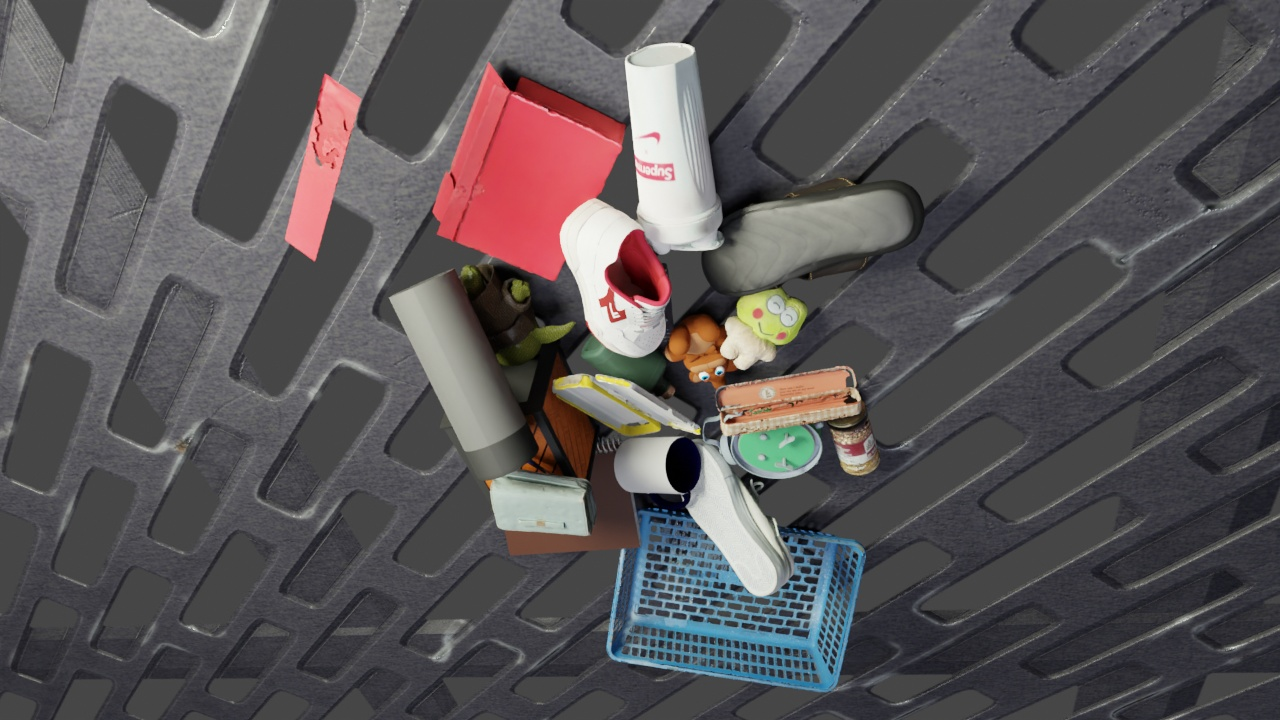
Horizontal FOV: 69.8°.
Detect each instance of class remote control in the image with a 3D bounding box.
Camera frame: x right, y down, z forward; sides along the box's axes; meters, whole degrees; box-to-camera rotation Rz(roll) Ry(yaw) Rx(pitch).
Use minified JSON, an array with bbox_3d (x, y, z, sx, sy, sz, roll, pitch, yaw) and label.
[{"bbox_3d":[0.025,-0.066,1.169,0.032,0.015,0.137,0,134,8],"label":"remote control"}]

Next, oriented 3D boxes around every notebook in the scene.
[{"bbox_3d":[-0.113,0.203,1.367,0.209,0.022,0.171,-7,101,16],"label":"notebook"}]

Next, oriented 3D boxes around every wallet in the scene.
[{"bbox_3d":[-0.124,0.186,1.187,0.132,0.054,0.100,3,141,10],"label":"wallet"}]

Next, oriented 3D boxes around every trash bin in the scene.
[{"bbox_3d":[-0.157,0.091,1.250,0.140,0.139,0.172,-9,129,16],"label":"trash bin"}]

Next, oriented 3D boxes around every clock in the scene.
[{"bbox_3d":[0.166,0.103,1.258,0.162,0.075,0.122,3,131,6],"label":"clock"}]

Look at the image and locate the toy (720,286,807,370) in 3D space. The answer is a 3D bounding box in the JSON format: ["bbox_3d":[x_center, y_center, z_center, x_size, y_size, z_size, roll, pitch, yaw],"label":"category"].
[{"bbox_3d":[0.149,-0.041,1.137,0.092,0.046,0.115,36,98,-23],"label":"toy"}]

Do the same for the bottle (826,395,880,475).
[{"bbox_3d":[0.290,0.103,1.254,0.056,0.056,0.105,-12,129,18],"label":"bottle"}]

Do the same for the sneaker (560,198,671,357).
[{"bbox_3d":[-0.005,-0.074,1.056,0.104,0.090,0.237,30,153,36],"label":"sneaker"}]

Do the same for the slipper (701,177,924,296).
[{"bbox_3d":[0.191,-0.142,1.043,0.269,0.075,0.113,-14,104,32],"label":"slipper"}]

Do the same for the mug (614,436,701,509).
[{"bbox_3d":[0.030,0.162,1.300,0.097,0.078,0.112,-6,114,42],"label":"mug"}]

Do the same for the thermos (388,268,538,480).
[{"bbox_3d":[-0.206,0.018,1.085,0.082,0.082,0.240,-19,103,22],"label":"thermos"}]

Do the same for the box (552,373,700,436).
[{"bbox_3d":[-0.015,0.063,1.216,0.130,0.036,0.209,-1,159,31],"label":"box"}]

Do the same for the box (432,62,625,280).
[{"bbox_3d":[-0.121,-0.205,1.044,0.153,0.164,0.215,51,131,22],"label":"box"}]

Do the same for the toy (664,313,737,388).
[{"bbox_3d":[0.083,-0.005,1.184,0.095,0.065,0.128,-19,132,12],"label":"toy"}]

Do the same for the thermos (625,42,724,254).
[{"bbox_3d":[0.032,-0.221,0.987,0.099,0.099,0.221,-3,126,10],"label":"thermos"}]

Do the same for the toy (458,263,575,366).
[{"bbox_3d":[-0.187,-0.056,1.166,0.180,0.078,0.153,-21,131,26],"label":"toy"}]

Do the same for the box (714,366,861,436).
[{"bbox_3d":[0.192,0.052,1.194,0.187,0.082,0.042,-10,131,0],"label":"box"}]

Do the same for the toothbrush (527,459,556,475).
[{"bbox_3d":[-0.164,0.116,1.168,0.189,0.016,0.017,39,135,-24],"label":"toothbrush"}]

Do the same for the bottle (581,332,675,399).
[{"bbox_3d":[-0.007,0.007,1.200,0.131,0.061,0.061,39,159,-24],"label":"bottle"}]

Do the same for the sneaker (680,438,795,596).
[{"bbox_3d":[0.139,0.218,1.318,0.090,0.090,0.242,-42,72,31],"label":"sneaker"}]

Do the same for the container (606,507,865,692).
[{"bbox_3d":[0.143,0.357,1.427,0.362,0.089,0.257,9,104,0],"label":"container"}]
